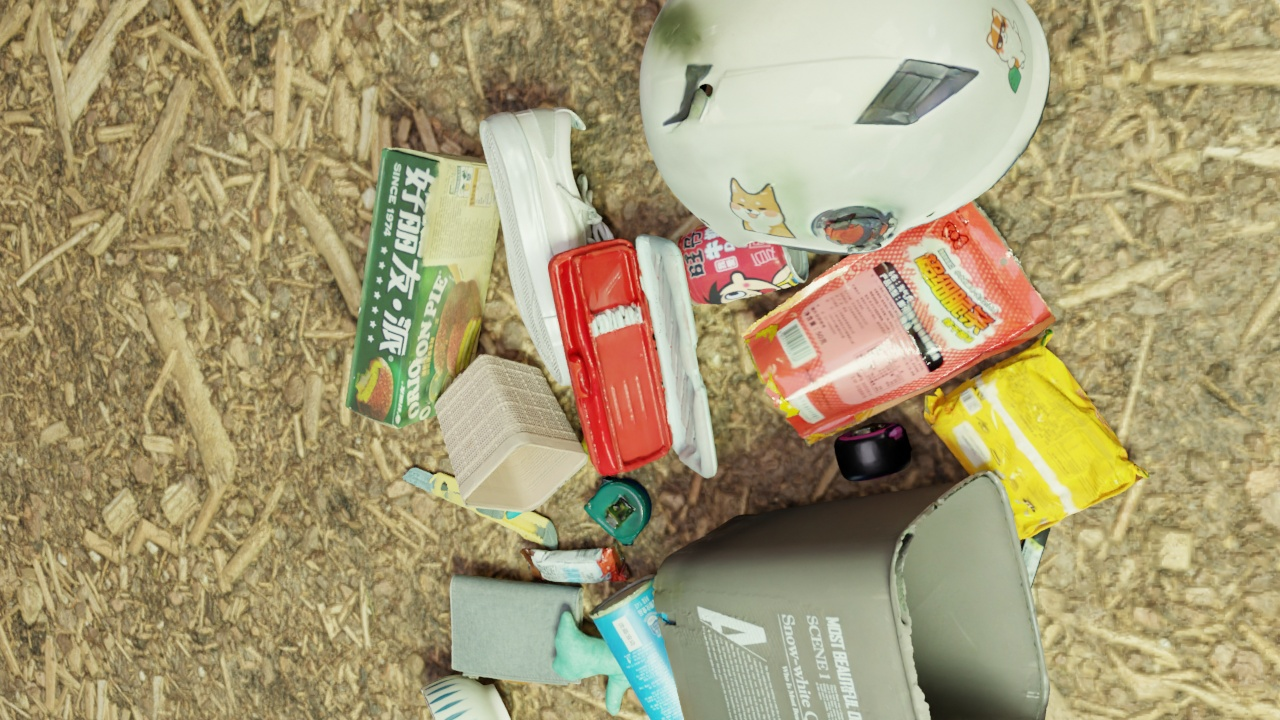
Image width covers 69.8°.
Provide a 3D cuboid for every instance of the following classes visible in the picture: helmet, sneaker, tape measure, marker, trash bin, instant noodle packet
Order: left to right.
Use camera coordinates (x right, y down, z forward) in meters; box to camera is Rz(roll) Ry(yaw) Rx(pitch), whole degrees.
[{"bbox_3d":[-0.066,-0.099,0.796,0.089,0.090,0.242,-145,41,-61],"label":"sneaker"},{"bbox_3d":[-0.019,0.135,0.835,0.058,0.025,0.055,41,112,12],"label":"tape measure"},{"bbox_3d":[0.109,-0.197,0.609,0.275,0.156,0.230,2,77,37],"label":"helmet"},{"bbox_3d":[0.147,0.198,0.671,0.220,0.198,0.199,-11,94,41],"label":"trash bin"},{"bbox_3d":[0.182,0.069,0.720,0.057,0.057,0.039,-16,91,27],"label":"tape measure"},{"bbox_3d":[0.293,0.179,0.713,0.018,0.015,0.124,17,102,19],"label":"marker"},{"bbox_3d":[0.287,0.056,0.680,0.111,0.044,0.128,-35,83,23],"label":"instant noodle packet"}]

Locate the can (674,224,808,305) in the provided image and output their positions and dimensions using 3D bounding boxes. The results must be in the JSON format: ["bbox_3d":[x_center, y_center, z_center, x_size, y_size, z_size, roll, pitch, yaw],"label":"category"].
[{"bbox_3d":[0.080,-0.083,0.735,0.094,0.066,0.066,-13,93,25],"label":"can"}]

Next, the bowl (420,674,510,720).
[{"bbox_3d":[-0.162,0.359,0.898,0.066,0.117,0.116,-24,87,-20],"label":"bowl"}]

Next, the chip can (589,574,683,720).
[{"bbox_3d":[0.037,0.297,0.810,0.071,0.071,0.210,-33,85,24],"label":"chip can"}]

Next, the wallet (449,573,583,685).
[{"bbox_3d":[-0.119,0.263,0.890,0.130,0.037,0.106,3,100,11],"label":"wallet"}]

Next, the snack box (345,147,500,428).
[{"bbox_3d":[-0.191,-0.067,0.830,0.063,0.114,0.240,18,105,19],"label":"snack box"}]

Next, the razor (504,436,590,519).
[{"bbox_3d":[-0.078,0.108,0.854,0.133,0.028,0.043,-39,108,20],"label":"razor"}]

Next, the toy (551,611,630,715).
[{"bbox_3d":[-0.037,0.283,0.853,0.092,0.030,0.096,8,100,-4],"label":"toy"}]

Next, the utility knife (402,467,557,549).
[{"bbox_3d":[-0.158,0.141,0.905,0.183,0.019,0.031,20,100,24],"label":"utility knife"}]

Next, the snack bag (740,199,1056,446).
[{"bbox_3d":[0.188,-0.028,0.703,0.208,0.073,0.128,-33,82,19],"label":"snack bag"}]

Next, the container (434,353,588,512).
[{"bbox_3d":[-0.120,0.063,0.818,0.090,0.089,0.111,-44,55,24],"label":"container"}]

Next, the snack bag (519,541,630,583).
[{"bbox_3d":[-0.062,0.192,0.860,0.105,0.026,0.045,-6,126,23],"label":"snack bag"}]

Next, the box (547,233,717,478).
[{"bbox_3d":[-0.005,0.005,0.745,0.094,0.100,0.201,-18,109,-18],"label":"box"}]
